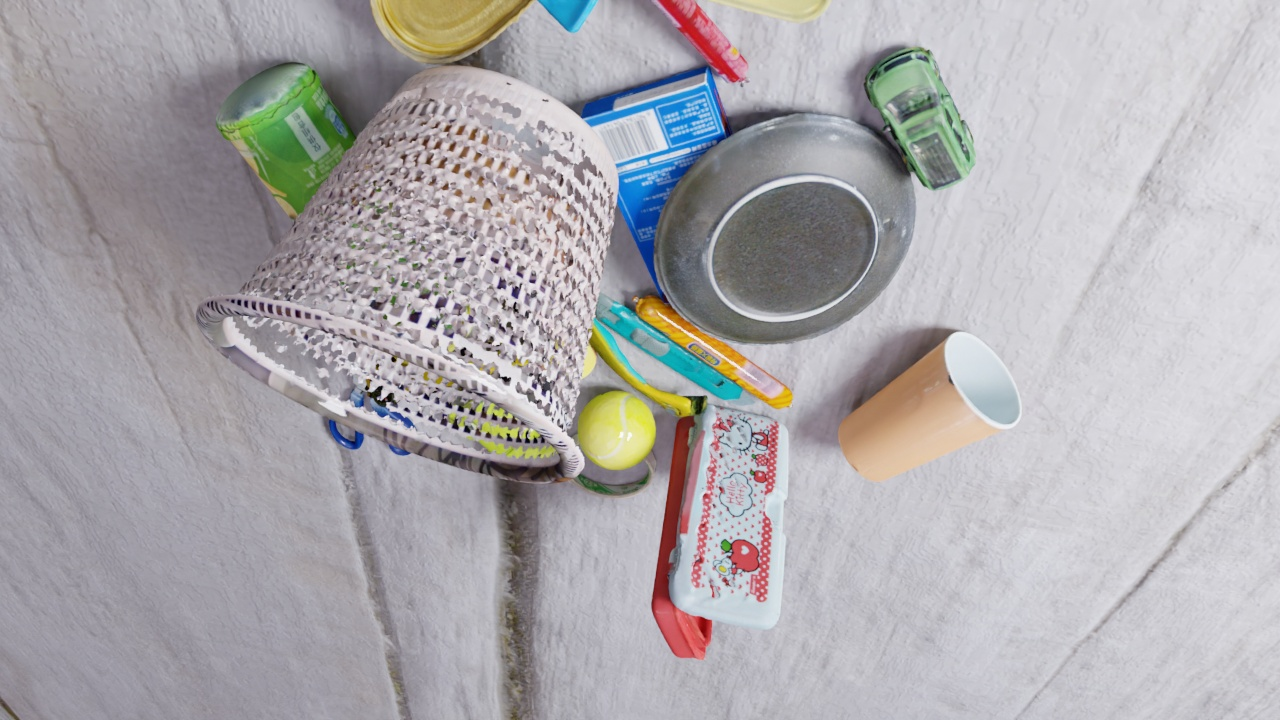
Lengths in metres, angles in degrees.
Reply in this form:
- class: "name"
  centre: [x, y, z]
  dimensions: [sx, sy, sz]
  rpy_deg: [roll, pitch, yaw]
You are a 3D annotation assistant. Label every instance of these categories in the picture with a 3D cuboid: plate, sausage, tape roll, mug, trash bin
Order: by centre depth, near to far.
- class: "sausage"
  centre: [0.018, -0.199, 0.509]
  dimensions: [0.020, 0.020, 0.155]
  rpy_deg: [-24, 146, 29]
- class: "trash bin"
  centre: [-0.111, -0.055, 0.551]
  dimensions: [0.227, 0.191, 0.228]
  rpy_deg: [17, 160, 6]
- class: "plate"
  centre: [0.098, -0.076, 0.607]
  dimensions: [0.179, 0.024, 0.180]
  rpy_deg: [-4, 128, -5]
- class: "mug"
  centre: [0.214, 0.042, 0.698]
  dimensions: [0.078, 0.078, 0.123]
  rpy_deg: [30, 137, -18]
- class: "sausage"
  centre: [0.059, -0.005, 0.714]
  dimensions: [0.165, 0.021, 0.022]
  rpy_deg: [34, 130, -20]
- class: "tape roll"
  centre: [-0.029, 0.094, 0.831]
  dimensions: [0.086, 0.013, 0.086]
  rpy_deg: [6, 134, 6]

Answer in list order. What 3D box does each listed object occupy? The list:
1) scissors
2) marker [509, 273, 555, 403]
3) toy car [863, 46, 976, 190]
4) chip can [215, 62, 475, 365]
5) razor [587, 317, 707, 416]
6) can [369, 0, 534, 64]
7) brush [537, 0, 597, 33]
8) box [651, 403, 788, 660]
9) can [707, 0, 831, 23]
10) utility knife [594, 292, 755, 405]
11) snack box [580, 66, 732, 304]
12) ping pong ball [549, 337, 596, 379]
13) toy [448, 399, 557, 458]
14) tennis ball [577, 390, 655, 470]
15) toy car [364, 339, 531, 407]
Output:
- class: "scissors"
  centre: [-0.251, 0.026, 0.809]
  dimensions: [0.141, 0.012, 0.171]
  rpy_deg: [-17, 127, 24]
- class: "marker"
  centre: [-0.084, -0.013, 0.732]
  dimensions: [0.020, 0.022, 0.132]
  rpy_deg: [32, 145, 33]
- class: "toy car"
  centre: [0.170, -0.143, 0.552]
  dimensions: [0.043, 0.036, 0.091]
  rpy_deg: [-23, 122, 30]
- class: "chip can"
  centre: [-0.199, -0.097, 0.638]
  dimensions: [0.073, 0.072, 0.221]
  rpy_deg: [-12, 130, 20]
- class: "razor"
  centre: [-0.004, 0.004, 0.721]
  dimensions: [0.132, 0.028, 0.043]
  rpy_deg: [42, 159, -26]
- class: "can"
  centre: [-0.086, -0.228, 0.506]
  dimensions: [0.148, 0.049, 0.074]
  rpy_deg: [-31, 122, 33]
- class: "brush"
  centre: [-0.121, -0.253, 0.447]
  dimensions: [0.254, 0.045, 0.083]
  rpy_deg: [40, 119, -4]
- class: "box"
  centre: [0.070, 0.122, 0.709]
  dimensions: [0.099, 0.200, 0.095]
  rpy_deg: [-8, 130, 18]
- class: "can"
  centre: [0.053, -0.220, 0.464]
  dimensions: [0.102, 0.083, 0.057]
  rpy_deg: [13, 134, -2]
- class: "utility knife"
  centre: [0.026, -0.004, 0.726]
  dimensions: [0.164, 0.013, 0.029]
  rpy_deg: [32, 136, -20]
- class: "snack box"
  centre: [0.029, -0.111, 0.613]
  dimensions: [0.085, 0.026, 0.157]
  rpy_deg: [-12, 131, 18]
- class: "ping pong ball"
  centre: [-0.054, -0.004, 0.722]
  dimensions: [0.040, 0.040, 0.040]
  rpy_deg: [5, 134, 5]
- class: "toy"
  centre: [-0.119, 0.065, 0.808]
  dimensions: [0.097, 0.031, 0.100]
  rpy_deg: [3, 138, 8]
- class: "tennis ball"
  centre: [-0.020, 0.058, 0.758]
  dimensions: [0.065, 0.065, 0.066]
  rpy_deg: [5, 134, 5]
- class: "toy car"
  centre: [-0.149, 0.006, 0.724]
  dimensions: [0.156, 0.071, 0.041]
  rpy_deg: [-5, 100, 30]
